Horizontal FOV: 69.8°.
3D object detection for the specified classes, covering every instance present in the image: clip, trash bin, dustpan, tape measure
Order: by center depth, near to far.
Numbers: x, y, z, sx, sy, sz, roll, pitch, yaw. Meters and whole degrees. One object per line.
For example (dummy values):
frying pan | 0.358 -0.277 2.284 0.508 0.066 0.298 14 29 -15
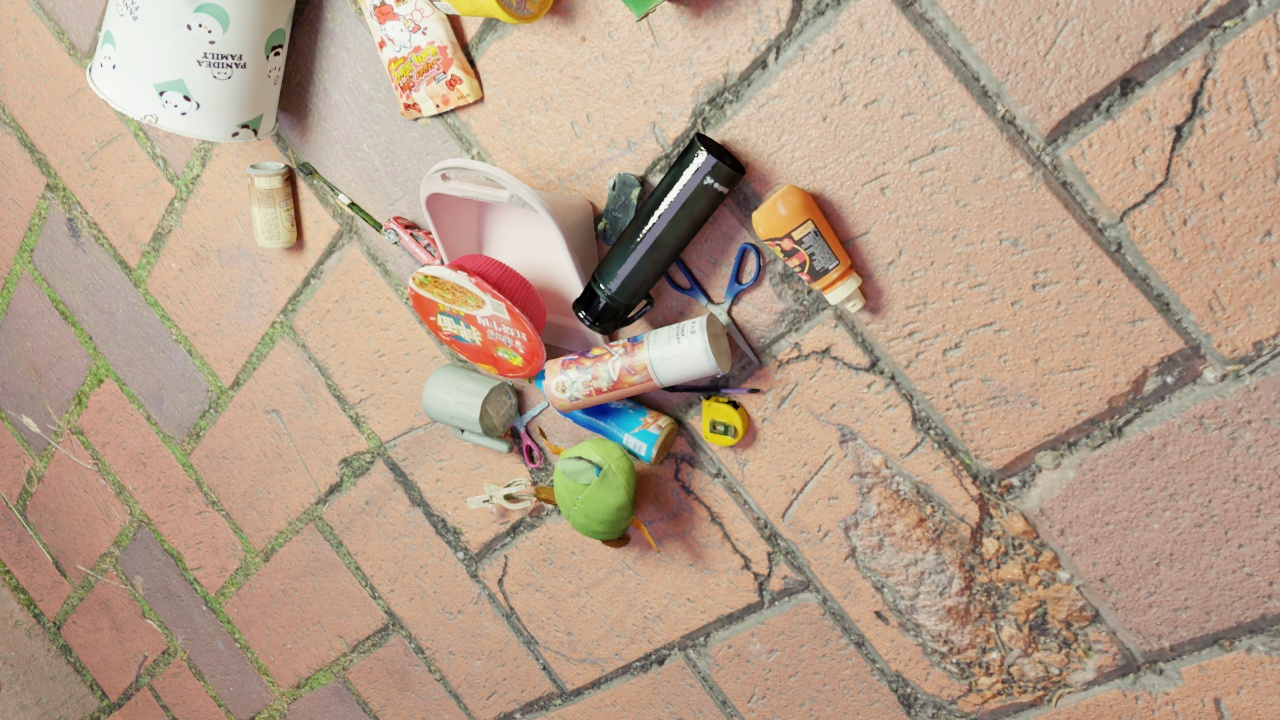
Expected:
tape measure | 0.099 0.075 1.100 0.057 0.028 0.060 11 116 26
dustpan | -0.164 -0.116 1.105 0.223 0.138 0.274 12 116 26
trash bin | -0.543 -0.439 1.145 0.229 0.228 0.252 36 120 12
clip | -0.198 0.194 1.326 0.100 0.070 0.034 -11 106 27

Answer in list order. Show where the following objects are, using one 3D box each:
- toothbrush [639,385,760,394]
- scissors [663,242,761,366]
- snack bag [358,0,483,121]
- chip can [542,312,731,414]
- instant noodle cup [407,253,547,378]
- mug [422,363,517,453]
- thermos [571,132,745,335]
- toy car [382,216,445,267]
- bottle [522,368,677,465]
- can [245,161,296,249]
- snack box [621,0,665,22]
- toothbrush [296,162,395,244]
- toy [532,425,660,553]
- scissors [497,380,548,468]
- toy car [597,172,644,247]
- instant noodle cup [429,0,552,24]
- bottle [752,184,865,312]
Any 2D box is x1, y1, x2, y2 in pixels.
toothbrush | 0.058 0.037 1.118 0.189 0.014 0.017 1 119 30
scissors | 0.087 -0.068 1.055 0.162 0.012 0.176 35 126 12
snack bag | -0.280 -0.399 1.103 0.129 0.073 0.208 -7 115 32
chip can | -0.006 0.006 1.069 0.215 0.071 0.071 -16 103 24
instant noodle cup | -0.187 -0.064 1.128 0.194 0.065 0.194 23 149 14
mug | -0.228 0.071 1.262 0.103 0.083 0.124 14 134 31
thermos | 0.022 -0.132 1.017 0.243 0.089 0.068 -51 50 27
toy car | -0.286 -0.149 1.218 0.120 0.052 0.045 41 104 1
bottle | -0.059 0.057 1.166 0.219 0.065 0.065 27 122 19
can | -0.533 -0.224 1.327 0.058 0.058 0.116 16 118 25
snack box | 0.016 -0.408 0.893 0.118 0.118 0.105 -22 111 36
toothbrush | -0.410 -0.220 1.281 0.186 0.017 0.012 39 122 10
toy | -0.059 0.170 1.182 0.227 0.089 0.247 40 153 8
scissors | -0.168 0.095 1.279 0.134 0.017 0.133 -33 89 33
toy car | -0.019 -0.173 1.058 0.043 0.034 0.091 25 120 23
instant noodle cup | -0.168 -0.423 0.989 0.115 0.118 0.118 11 117 34
bottle | 0.182 -0.110 0.953 0.067 0.066 0.149 -36 97 37
